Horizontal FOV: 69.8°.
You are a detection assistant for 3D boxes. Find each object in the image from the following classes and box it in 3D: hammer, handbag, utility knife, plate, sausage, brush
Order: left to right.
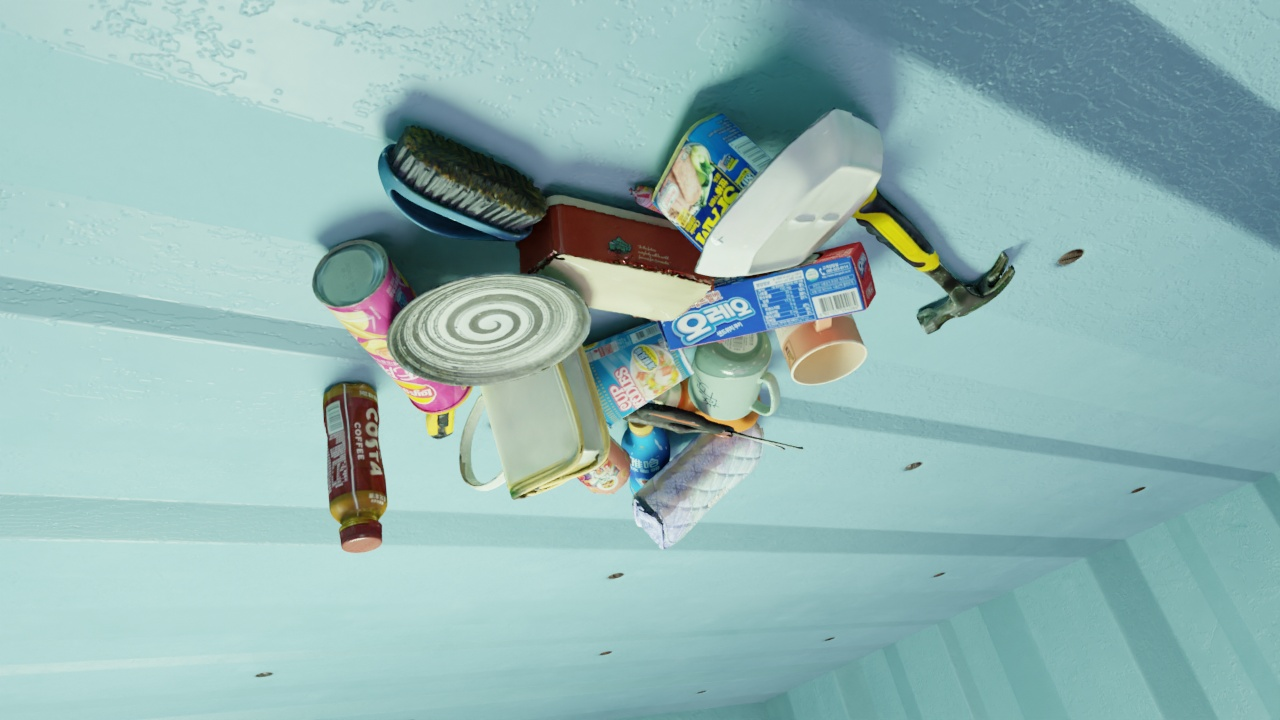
[{"bbox_3d":[-0.224,0.048,1.031,0.033,0.015,0.168,-7,149,-18],"label":"utility knife"},{"bbox_3d":[-0.145,-0.129,0.727,0.074,0.055,0.143,-36,144,30],"label":"brush"},{"bbox_3d":[-0.134,-0.030,0.810,0.179,0.024,0.180,-11,151,-6],"label":"plate"},{"bbox_3d":[-0.124,0.059,0.951,0.179,0.163,0.063,-29,160,29],"label":"handbag"},{"bbox_3d":[0.048,-0.133,0.844,0.155,0.020,0.020,15,139,-42],"label":"sausage"},{"bbox_3d":[0.079,0.155,1.206,0.193,0.075,0.134,-42,155,-21],"label":"handbag"},{"bbox_3d":[0.135,-0.125,0.751,0.162,0.034,0.265,-48,168,22],"label":"plate"},{"bbox_3d":[0.300,-0.114,0.977,0.126,0.031,0.323,-32,146,27],"label":"hammer"}]

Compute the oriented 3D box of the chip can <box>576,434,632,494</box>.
[{"bbox_3d":[-0.084,0.086,1.077,0.071,0.071,0.215,-23,142,14],"label":"chip can"}]

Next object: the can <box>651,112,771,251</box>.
[{"bbox_3d":[0.065,-0.140,0.761,0.057,0.083,0.102,-35,166,-39],"label":"can"}]

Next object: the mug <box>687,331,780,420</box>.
[{"bbox_3d":[0.111,0.014,1.032,0.082,0.112,0.107,-42,159,-28],"label":"mug"}]

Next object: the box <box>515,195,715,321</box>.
[{"bbox_3d":[-0.022,-0.080,0.827,0.168,0.076,0.092,8,153,-30],"label":"box"}]

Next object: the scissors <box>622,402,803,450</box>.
[{"bbox_3d":[0.082,0.080,1.069,0.227,0.021,0.198,10,171,12],"label":"scissors"}]

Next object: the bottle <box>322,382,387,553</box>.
[{"bbox_3d":[-0.293,0.110,0.945,0.057,0.174,0.058,-11,150,-7],"label":"bottle"}]

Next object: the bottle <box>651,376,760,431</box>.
[{"bbox_3d":[0.073,0.048,1.124,0.149,0.066,0.067,10,142,-25],"label":"bottle"}]

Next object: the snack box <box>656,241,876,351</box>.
[{"bbox_3d":[0.116,-0.060,0.890,0.208,0.057,0.058,-12,-164,28],"label":"snack box"}]

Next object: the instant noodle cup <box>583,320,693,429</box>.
[{"bbox_3d":[-0.006,0.006,0.990,0.110,0.099,0.099,-27,149,5],"label":"instant noodle cup"}]

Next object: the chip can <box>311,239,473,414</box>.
[{"bbox_3d":[-0.223,-0.024,0.854,0.071,0.071,0.211,-16,150,3],"label":"chip can"}]

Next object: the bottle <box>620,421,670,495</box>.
[{"bbox_3d":[0.009,0.124,1.216,0.065,0.065,0.219,-13,149,-3],"label":"bottle"}]

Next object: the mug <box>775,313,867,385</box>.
[{"bbox_3d":[0.181,-0.047,0.961,0.082,0.105,0.115,-17,150,3],"label":"mug"}]
